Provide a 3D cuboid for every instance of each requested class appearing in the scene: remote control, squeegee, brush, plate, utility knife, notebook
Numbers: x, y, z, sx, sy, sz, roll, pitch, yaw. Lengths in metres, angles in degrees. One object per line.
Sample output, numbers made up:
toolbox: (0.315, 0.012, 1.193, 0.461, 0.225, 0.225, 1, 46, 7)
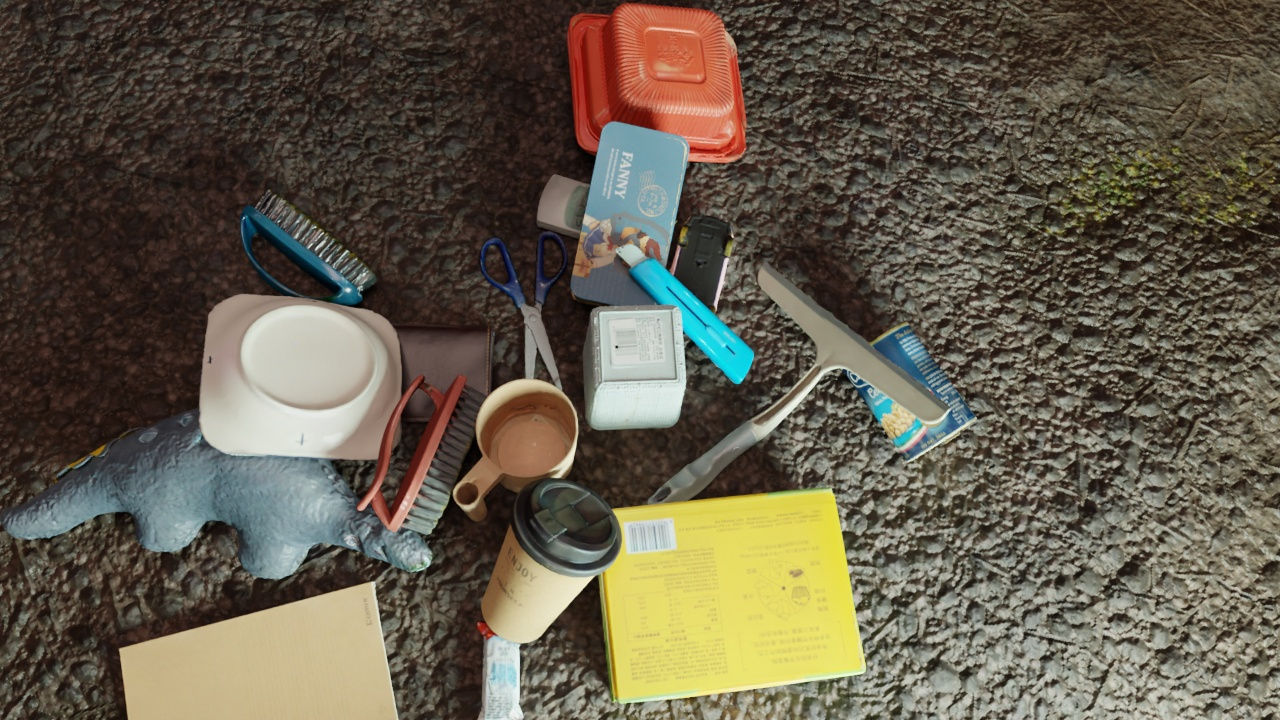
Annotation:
remote control: (-0.034, -0.142, 0.915, 0.135, 0.019, 0.056, 18, 72, 0)
squeegee: (0.106, 0.059, 0.844, 0.246, 0.039, 0.246, -41, 52, -4)
brush: (-0.185, 0.078, 0.769, 0.069, 0.063, 0.145, 28, 48, -15)
plate: (-0.283, 0.006, 0.781, 0.164, 0.034, 0.163, 6, 54, -26)
utility knife: (0.040, -0.047, 0.838, 0.166, 0.018, 0.034, 44, 81, -6)
notebook: (-0.313, 0.285, 0.763, 0.211, 0.012, 0.149, -13, 75, -8)
brush: (-0.321, -0.096, 0.863, 0.144, 0.055, 0.073, 36, 73, 7)

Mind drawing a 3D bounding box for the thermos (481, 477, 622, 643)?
thermos: (-0.078, 0.164, 0.745, 0.093, 0.144, 0.092, 21, 35, -15)

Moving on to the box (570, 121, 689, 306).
box: (-0.010, -0.137, 0.868, 0.090, 0.059, 0.184, 9, 92, -4)

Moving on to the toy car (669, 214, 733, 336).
toy car: (0.055, -0.083, 0.897, 0.056, 0.037, 0.122, 14, 84, 4)

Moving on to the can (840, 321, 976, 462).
can: (0.248, 0.031, 0.851, 0.075, 0.075, 0.111, -30, 77, -13)

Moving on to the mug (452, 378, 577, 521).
mug: (-0.109, 0.085, 0.793, 0.084, 0.104, 0.124, 39, 73, 9)

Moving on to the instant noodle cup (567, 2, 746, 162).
instant noodle cup: (0.026, -0.287, 0.929, 0.188, 0.079, 0.164, -2, 75, -18)

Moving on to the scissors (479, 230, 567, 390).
scissors: (-0.114, -0.051, 0.885, 0.147, 0.012, 0.169, 23, 71, 3)

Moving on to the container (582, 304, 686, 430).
container: (-0.005, 0.005, 0.823, 0.090, 0.112, 0.090, -2, 72, -5)

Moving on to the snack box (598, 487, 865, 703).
snack box: (0.071, 0.201, 0.786, 0.210, 0.070, 0.157, -5, 72, -6)

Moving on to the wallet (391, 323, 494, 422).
wallet: (-0.199, 0.012, 0.857, 0.122, 0.020, 0.096, 0, 72, -2)

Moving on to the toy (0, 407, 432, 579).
toy: (-0.345, 0.109, 0.776, 0.356, 0.091, 0.137, 8, 75, 0)

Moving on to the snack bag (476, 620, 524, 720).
snack bag: (-0.117, 0.268, 0.774, 0.045, 0.026, 0.105, 2, 72, -13)
